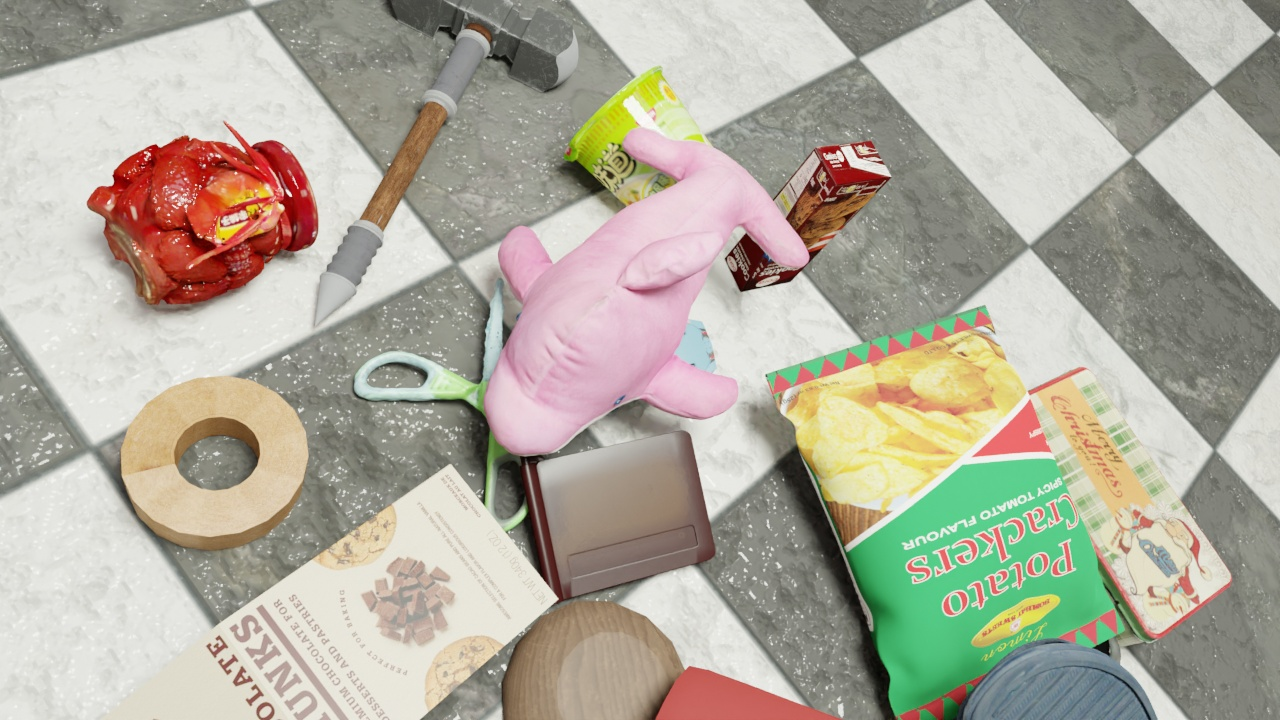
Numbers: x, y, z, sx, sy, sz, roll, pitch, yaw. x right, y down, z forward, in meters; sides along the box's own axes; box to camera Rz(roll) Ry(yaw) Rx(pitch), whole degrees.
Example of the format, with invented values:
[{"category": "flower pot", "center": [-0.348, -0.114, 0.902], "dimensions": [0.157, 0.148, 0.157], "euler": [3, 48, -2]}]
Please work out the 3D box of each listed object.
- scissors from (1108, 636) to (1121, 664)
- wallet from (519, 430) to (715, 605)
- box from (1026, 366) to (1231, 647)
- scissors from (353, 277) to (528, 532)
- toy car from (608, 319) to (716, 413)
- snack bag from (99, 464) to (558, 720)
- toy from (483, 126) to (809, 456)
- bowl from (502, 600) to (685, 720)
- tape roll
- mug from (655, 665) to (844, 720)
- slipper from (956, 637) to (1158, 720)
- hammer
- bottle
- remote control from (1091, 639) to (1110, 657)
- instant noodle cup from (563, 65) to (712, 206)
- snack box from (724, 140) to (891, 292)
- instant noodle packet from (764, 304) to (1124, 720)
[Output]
[{"category": "scissors", "center": [0.287, 0.184, 0.680], "dimensions": [0.132, 0.013, 0.169], "euler": [-18, 71, -24]}, {"category": "wallet", "center": [-0.014, 0.095, 0.582], "dimensions": [0.115, 0.018, 0.091], "euler": [-10, 85, -25]}, {"category": "box", "center": [0.366, 0.112, 0.731], "dimensions": [0.117, 0.050, 0.205], "euler": [-17, 71, -30]}, {"category": "scissors", "center": [-0.095, 0.024, 0.588], "dimensions": [0.172, 0.021, 0.171], "euler": [1, 68, -9]}, {"category": "toy car", "center": [-0.004, 0.004, 0.636], "dimensions": [0.107, 0.028, 0.060], "euler": [-12, 75, -15]}, {"category": "snack bag", "center": [-0.156, 0.157, 0.469], "dimensions": [0.205, 0.070, 0.094], "euler": [-36, 82, -33]}, {"category": "toy", "center": [0.003, -0.051, 0.569], "dimensions": [0.186, 0.128, 0.264], "euler": [38, 62, 2]}, {"category": "bowl", "center": [-0.020, 0.195, 0.531], "dimensions": [0.117, 0.030, 0.117], "euler": [10, 61, -18]}, {"category": "tape roll", "center": [-0.236, 0.057, 0.513], "dimensions": [0.094, 0.027, 0.093], "euler": [10, 61, -18]}, {"category": "mug", "center": [0.064, 0.234, 0.505], "dimensions": [0.097, 0.116, 0.080], "euler": [12, 46, 27]}, {"category": "slipper", "center": [0.266, 0.232, 0.577], "dimensions": [0.101, 0.082, 0.263], "euler": [-47, 123, 2]}, {"category": "hammer", "center": [-0.159, -0.156, 0.655], "dimensions": [0.156, 0.043, 0.321], "euler": [24, 59, -10]}, {"category": "bottle", "center": [-0.253, -0.085, 0.537], "dimensions": [0.111, 0.099, 0.099], "euler": [-27, 77, -39]}, {"category": "remote control", "center": [0.324, 0.227, 0.655], "dimensions": [0.028, 0.012, 0.124], "euler": [14, 66, -11]}, {"category": "instant noodle cup", "center": [0.014, -0.149, 0.695], "dimensions": [0.108, 0.099, 0.098], "euler": [47, 56, -4]}, {"category": "snack box", "center": [0.120, -0.104, 0.682], "dimensions": [0.050, 0.141, 0.031], "euler": [-13, 70, -28]}, {"category": "instant noodle packet", "center": [0.215, 0.101, 0.639], "dimensions": [0.195, 0.090, 0.252], "euler": [-16, 80, -20]}]
